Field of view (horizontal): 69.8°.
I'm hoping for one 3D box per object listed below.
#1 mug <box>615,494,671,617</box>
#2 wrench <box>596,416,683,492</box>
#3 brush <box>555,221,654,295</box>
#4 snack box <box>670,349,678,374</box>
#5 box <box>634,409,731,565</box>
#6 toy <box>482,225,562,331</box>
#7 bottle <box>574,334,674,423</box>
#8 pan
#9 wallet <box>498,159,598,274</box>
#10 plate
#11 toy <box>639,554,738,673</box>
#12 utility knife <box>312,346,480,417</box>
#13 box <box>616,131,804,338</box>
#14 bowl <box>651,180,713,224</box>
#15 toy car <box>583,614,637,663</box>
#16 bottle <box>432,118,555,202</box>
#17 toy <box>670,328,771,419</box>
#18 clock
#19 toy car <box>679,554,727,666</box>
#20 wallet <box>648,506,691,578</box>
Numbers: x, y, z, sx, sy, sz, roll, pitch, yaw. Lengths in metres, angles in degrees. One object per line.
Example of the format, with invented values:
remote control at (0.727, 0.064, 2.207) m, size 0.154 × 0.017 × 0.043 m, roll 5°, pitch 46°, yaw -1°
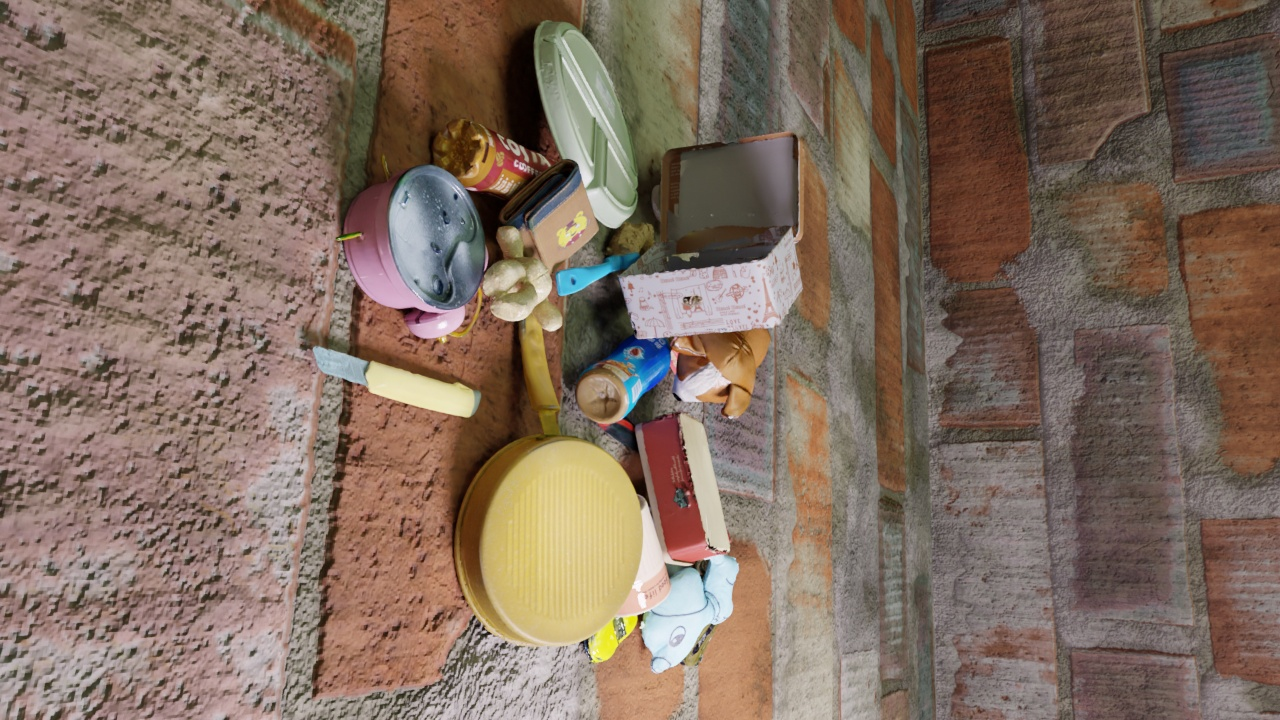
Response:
mug at (-0.015, 0.202, 1.002) m, size 0.114 × 0.082 × 0.106 m, roll -57°, pitch 134°, yaw -67°
wrench at (0.008, 0.112, 1.123) m, size 0.273 × 0.016 × 0.056 m, roll 48°, pitch 40°, yaw -50°
brush at (-0.034, -0.108, 1.033) m, size 0.254 × 0.046 × 0.083 m, roll -35°, pitch 121°, yaw -65°
snack box at (0.049, -0.039, 1.212) m, size 0.153 × 0.025 × 0.075 m, roll 59°, pitch 37°, yaw -40°
box at (0.058, 0.147, 1.073) m, size 0.091 × 0.076 × 0.168 m, roll 30°, pitch 44°, yaw -61°
toy at (-0.112, -0.066, 0.823) m, size 0.105 × 0.066 × 0.157 m, roll 57°, pitch 5°, yaw -9°
bottle at (-0.006, 0.006, 1.055) m, size 0.218 × 0.065 × 0.065 m, roll -43°, pitch 124°, yaw -63°
pan at (-0.090, 0.090, 0.879) m, size 0.197 × 0.078 × 0.357 m, roll 7°, pitch 81°, yaw -42°
wallet at (-0.086, -0.134, 0.891) m, size 0.090 × 0.033 × 0.115 m, roll -42°, pitch 160°, yaw -9°
plate at (-0.052, -0.257, 0.996) m, size 0.230 × 0.027 × 0.230 m, roll -14°, pitch 90°, yaw -73°
toy at (0.057, 0.295, 1.101) m, size 0.156 × 0.050 × 0.161 m, roll 15°, pitch 85°, yaw -39°
utility knife at (-0.191, 0.019, 0.754) m, size 0.204 × 0.021 × 0.031 m, roll 32°, pitch 55°, yaw -65°
box at (0.094, -0.137, 1.059) m, size 0.134 × 0.180 × 0.269 m, roll 56°, pitch 40°, yaw -46°
bowl at (0.054, -0.211, 1.204) m, size 0.118 × 0.065 × 0.118 m, roll 13°, pitch 76°, yaw -61°
toy car at (-0.028, 0.289, 1.011) m, size 0.105 × 0.032 × 0.048 m, roll -42°, pitch 123°, yaw -55°
bottle at (-0.121, -0.177, 0.874) m, size 0.174 × 0.058 × 0.057 m, roll 9°, pitch 78°, yaw -62°
toy at (0.090, -0.002, 1.113) m, size 0.140 × 0.131 × 0.199 m, roll 44°, pitch 17°, yaw -5°
clock at (-0.176, -0.084, 0.757) m, size 0.158 × 0.060 × 0.117 m, roll 53°, pitch 40°, yaw -43°
toy car at (0.083, 0.315, 1.178) m, size 0.157 × 0.042 × 0.070 m, roll -63°, pitch 150°, yaw -26°
wallet at (0.030, 0.227, 1.126) m, size 0.129 × 0.037 × 0.106 m, roll 13°, pitch 75°, yaw -61°
